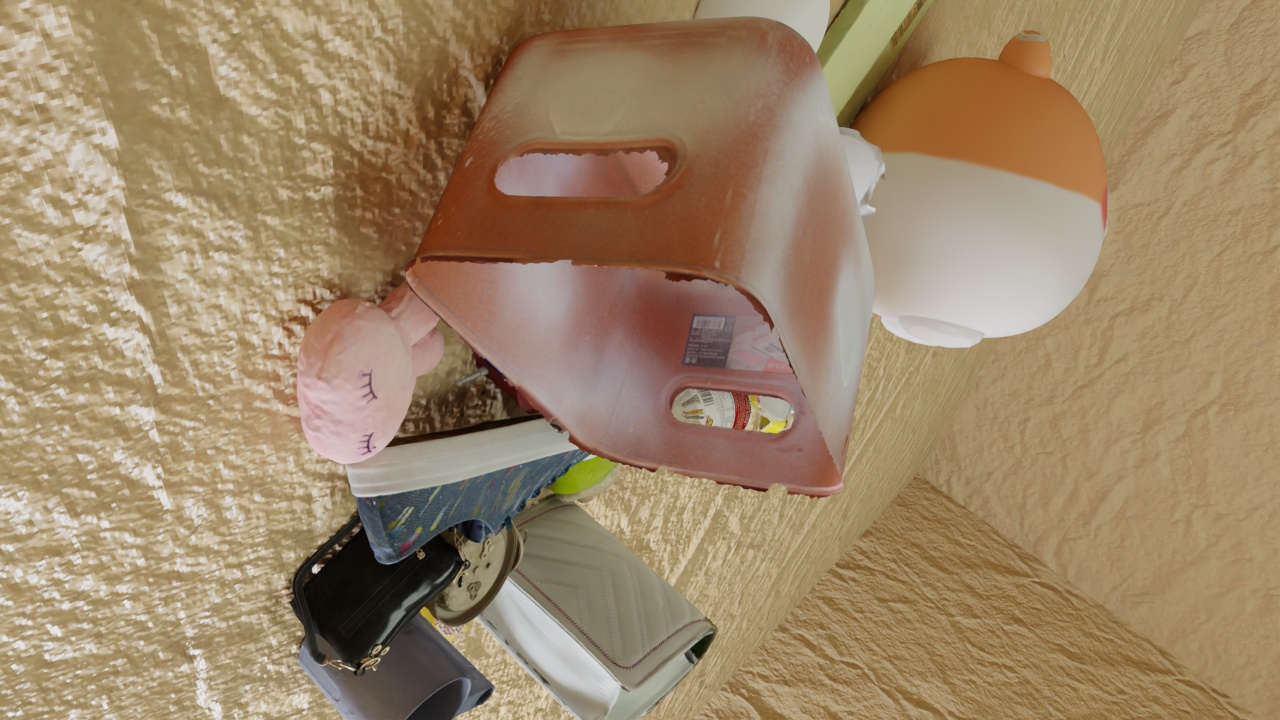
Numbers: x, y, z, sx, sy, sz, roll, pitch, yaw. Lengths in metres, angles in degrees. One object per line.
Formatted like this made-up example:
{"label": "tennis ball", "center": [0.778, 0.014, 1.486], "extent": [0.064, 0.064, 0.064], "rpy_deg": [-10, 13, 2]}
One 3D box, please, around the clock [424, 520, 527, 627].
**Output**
{"label": "clock", "center": [-0.136, 0.154, 0.733], "extent": [0.140, 0.055, 0.093], "rpy_deg": [-4, 112, -61]}

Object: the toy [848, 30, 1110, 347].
{"label": "toy", "center": [0.303, -0.152, 0.861], "extent": [0.262, 0.266, 0.281], "rpy_deg": [-65, 170, -87]}

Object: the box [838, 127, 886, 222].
{"label": "box", "center": [0.081, -0.130, 0.605], "extent": [0.084, 0.165, 0.094], "rpy_deg": [-65, 173, 27]}

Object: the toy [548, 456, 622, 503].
{"label": "toy", "center": [-0.045, 0.093, 0.835], "extent": [0.092, 0.043, 0.118], "rpy_deg": [-40, 155, -18]}

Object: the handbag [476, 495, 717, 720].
{"label": "handbag", "center": [-0.047, 0.221, 0.823], "extent": [0.141, 0.198, 0.096], "rpy_deg": [-21, 140, -48]}

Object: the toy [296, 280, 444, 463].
{"label": "toy", "center": [-0.146, 0.001, 0.510], "extent": [0.104, 0.053, 0.109], "rpy_deg": [-53, 161, -40]}

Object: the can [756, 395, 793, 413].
{"label": "can", "center": [0.198, 0.004, 1.106], "extent": [0.165, 0.088, 0.088], "rpy_deg": [-23, 144, -49]}

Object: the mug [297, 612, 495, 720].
{"label": "mug", "center": [-0.183, 0.236, 0.704], "extent": [0.084, 0.104, 0.123], "rpy_deg": [-58, 157, 12]}

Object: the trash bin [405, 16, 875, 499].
{"label": "trash bin", "center": [0.023, -0.047, 0.509], "extent": [0.260, 0.182, 0.157], "rpy_deg": [51, 50, -55]}

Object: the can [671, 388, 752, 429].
{"label": "can", "center": [0.046, 0.049, 0.886], "extent": [0.116, 0.086, 0.087], "rpy_deg": [-8, 131, -60]}

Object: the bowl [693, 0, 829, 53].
{"label": "bowl", "center": [0.088, -0.223, 0.616], "extent": [0.114, 0.050, 0.115], "rpy_deg": [-41, 155, -25]}

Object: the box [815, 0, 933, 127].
{"label": "box", "center": [0.195, -0.268, 0.790], "extent": [0.187, 0.030, 0.138], "rpy_deg": [-55, 156, 6]}

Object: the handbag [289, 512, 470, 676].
{"label": "handbag", "center": [-0.176, 0.151, 0.625], "extent": [0.128, 0.079, 0.054], "rpy_deg": [-46, 156, -15]}

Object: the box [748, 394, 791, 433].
{"label": "box", "center": [0.151, -0.034, 0.936], "extent": [0.128, 0.045, 0.209], "rpy_deg": [52, 51, -65]}

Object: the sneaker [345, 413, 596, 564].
{"label": "sneaker", "center": [-0.097, 0.082, 0.639], "extent": [0.235, 0.088, 0.079], "rpy_deg": [-7, 90, -56]}

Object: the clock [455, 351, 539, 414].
{"label": "clock", "center": [-0.060, -0.014, 0.644], "extent": [0.137, 0.048, 0.096], "rpy_deg": [-16, 138, -55]}

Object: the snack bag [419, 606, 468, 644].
{"label": "snack bag", "center": [-0.175, 0.233, 0.825], "extent": [0.026, 0.020, 0.099], "rpy_deg": [-44, 156, -22]}
